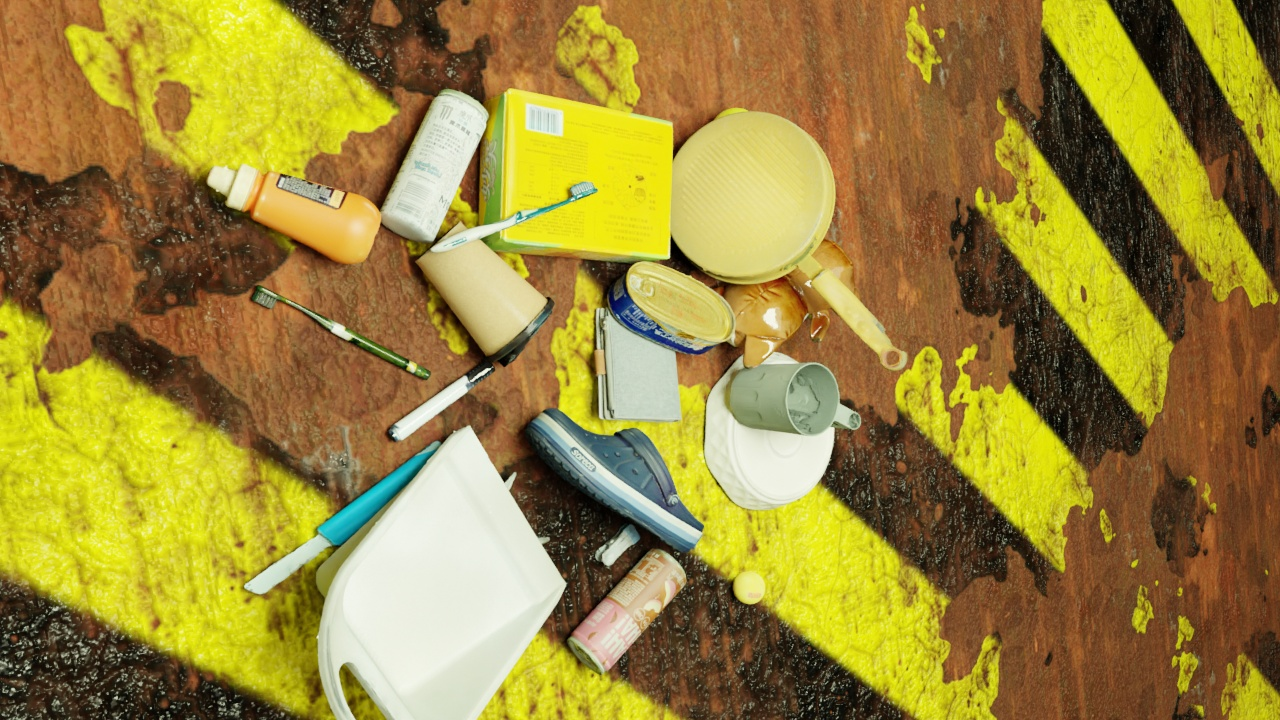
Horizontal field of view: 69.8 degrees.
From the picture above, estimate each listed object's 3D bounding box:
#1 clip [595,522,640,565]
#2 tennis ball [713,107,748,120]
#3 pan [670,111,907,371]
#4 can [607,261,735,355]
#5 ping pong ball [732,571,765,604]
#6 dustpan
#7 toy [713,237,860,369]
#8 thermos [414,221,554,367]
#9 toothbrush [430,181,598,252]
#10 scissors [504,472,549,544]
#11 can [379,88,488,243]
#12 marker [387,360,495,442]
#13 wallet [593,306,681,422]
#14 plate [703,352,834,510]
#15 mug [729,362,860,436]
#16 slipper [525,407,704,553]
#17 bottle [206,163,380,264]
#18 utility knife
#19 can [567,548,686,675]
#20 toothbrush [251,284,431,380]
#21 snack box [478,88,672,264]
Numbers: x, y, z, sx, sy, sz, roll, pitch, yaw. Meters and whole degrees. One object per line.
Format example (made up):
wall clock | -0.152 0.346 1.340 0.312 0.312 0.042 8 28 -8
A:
clip | -0.026 0.212 1.054 0.057 0.036 0.025 -36 112 -28
tennis ball | 0.116 -0.274 1.116 0.065 0.066 0.065 0 90 -34
pan | 0.175 -0.127 1.048 0.198 0.078 0.357 -43 74 13
can | 0.036 -0.058 1.045 0.148 0.049 0.074 22 57 -24
ping pong ball | 0.136 0.284 1.149 0.040 0.040 0.040 0 90 -34
dustpan | -0.182 0.229 0.853 0.257 0.143 0.223 -37 112 -25
toy | 0.171 -0.071 1.136 0.199 0.140 0.131 -32 149 -28
thermos | -0.157 -0.067 0.929 0.143 0.093 0.092 48 66 -15
toothbrush | -0.122 -0.143 0.906 0.191 0.016 0.018 -26 93 -27
scissors | -0.199 0.215 0.938 0.220 0.022 0.232 17 83 -34
can | -0.204 -0.192 0.909 0.058 0.058 0.146 29 74 -30
marker | -0.201 0.040 0.935 0.130 0.023 0.018 -39 84 -28
wallet | -0.006 0.006 1.052 0.106 0.037 0.129 4 74 -31
plate | 0.172 0.090 1.170 0.204 0.046 0.205 0 90 -33
mug | 0.182 0.052 1.086 0.124 0.104 0.083 27 75 -32
slipper | -0.011 0.126 1.010 0.252 0.105 0.095 41 76 -30
bottle | -0.317 -0.140 0.837 0.149 0.067 0.066 21 79 -24
utility knife | -0.278 0.152 0.886 0.222 0.018 0.034 -36 111 -29
can | -0.014 0.282 1.039 0.147 0.058 0.058 -43 112 -26
toothbrush | -0.284 -0.023 0.885 0.185 0.012 0.017 31 80 -30
snack box | -0.068 -0.191 0.992 0.209 0.070 0.157 2 90 -34
